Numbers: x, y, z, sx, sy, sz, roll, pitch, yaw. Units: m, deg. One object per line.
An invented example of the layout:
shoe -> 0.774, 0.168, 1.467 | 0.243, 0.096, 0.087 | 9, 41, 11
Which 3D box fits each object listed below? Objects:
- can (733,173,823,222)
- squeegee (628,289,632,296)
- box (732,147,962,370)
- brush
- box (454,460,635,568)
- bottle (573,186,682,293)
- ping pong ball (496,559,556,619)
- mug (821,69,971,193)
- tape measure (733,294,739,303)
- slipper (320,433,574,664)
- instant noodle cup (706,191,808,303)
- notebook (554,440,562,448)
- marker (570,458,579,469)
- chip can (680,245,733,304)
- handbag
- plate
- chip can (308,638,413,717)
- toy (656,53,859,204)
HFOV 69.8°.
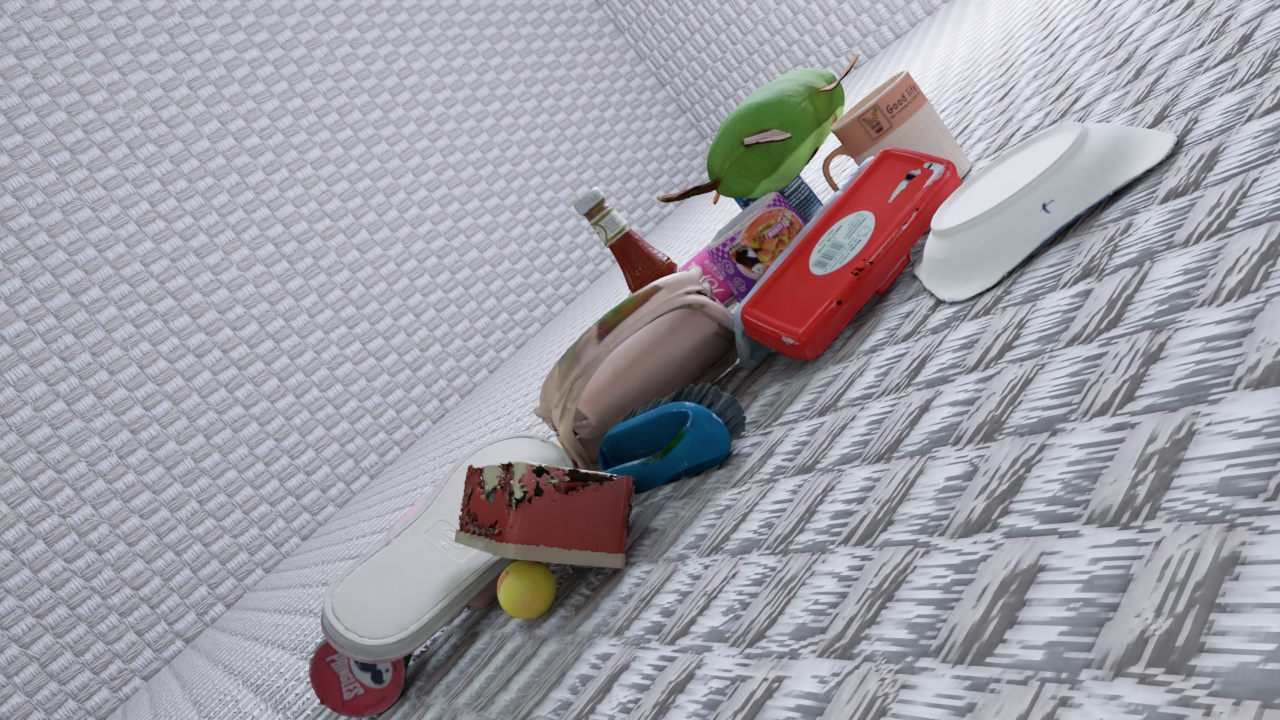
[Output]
can -> 0.159, -0.170, 1.021 | 0.075, 0.111, 0.075 | -39, 9, 7
squeegee -> 0.086, -0.098, 1.206 | 0.250, 0.040, 0.247 | -30, 28, 26
box -> 0.161, -0.072, 0.733 | 0.119, 0.098, 0.201 | 29, 72, 43
brush -> 0.013, 0.064, 0.654 | 0.073, 0.055, 0.144 | -45, 11, -34
box -> -0.073, 0.099, 0.645 | 0.169, 0.091, 0.076 | 161, 118, -67
bottle -> 0.005, -0.099, 0.994 | 0.060, 0.206, 0.059 | -39, 10, 8
ping pong ball -> -0.077, 0.155, 0.622 | 0.040, 0.040, 0.040 | -39, 9, 7
mug -> 0.228, -0.189, 0.847 | 0.115, 0.106, 0.081 | -38, 9, 10
tape measure -> 0.136, -0.083, 0.942 | 0.065, 0.033, 0.066 | -46, 10, -26
slipper -> -0.146, 0.149, 0.750 | 0.273, 0.114, 0.055 | -45, -25, -50
instant noodle cup -> 0.121, -0.093, 0.847 | 0.112, 0.099, 0.111 | -39, 11, 8
notebook -> -0.107, 0.113, 0.962 | 0.150, 0.012, 0.210 | -33, 3, 30
marker -> -0.095, 0.123, 0.932 | 0.146, 0.017, 0.017 | -35, 10, 31
chip can -> 0.087, -0.100, 1.106 | 0.210, 0.071, 0.071 | -39, 9, 1
handbag -> -0.008, 0.000, 0.731 | 0.193, 0.093, 0.234 | -42, -10, 1
plate -> 0.249, -0.109, 0.608 | 0.164, 0.034, 0.163 | -39, 9, 13
chip can -> -0.221, 0.219, 0.798 | 0.072, 0.072, 0.236 | -40, 8, 1
toy -> 0.128, -0.217, 0.885 | 0.228, 0.090, 0.245 | -33, 8, 48
